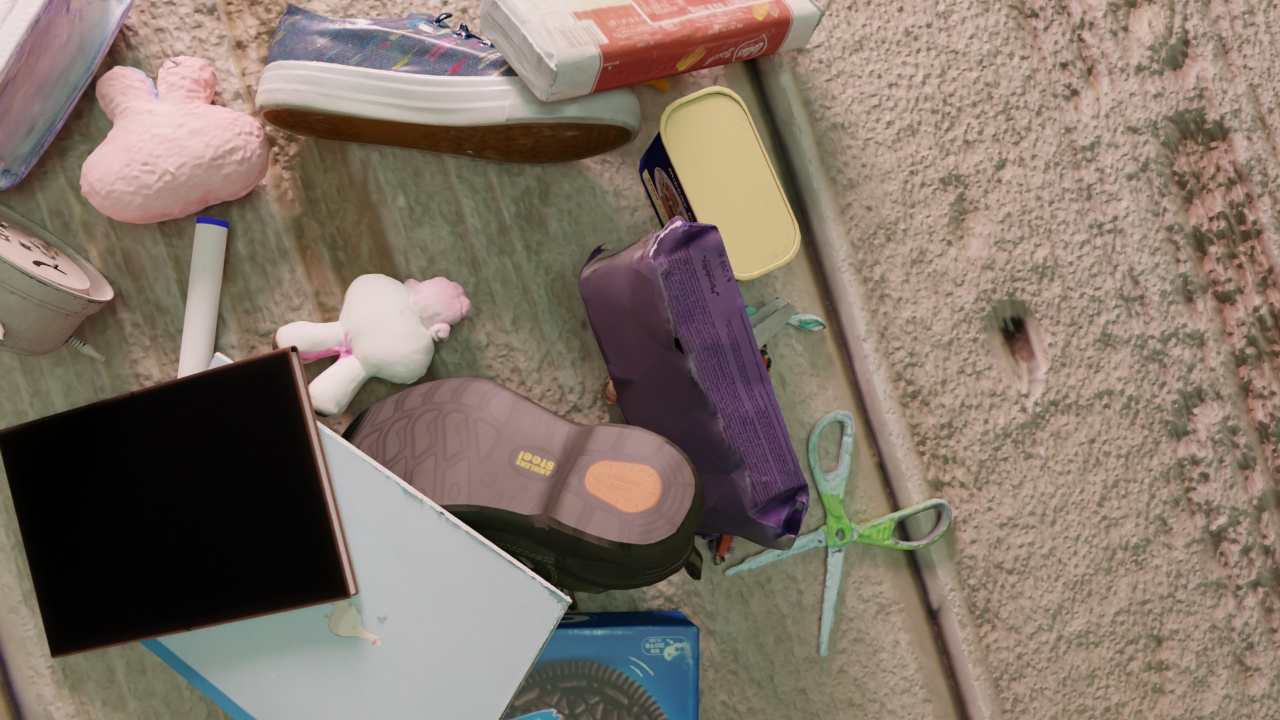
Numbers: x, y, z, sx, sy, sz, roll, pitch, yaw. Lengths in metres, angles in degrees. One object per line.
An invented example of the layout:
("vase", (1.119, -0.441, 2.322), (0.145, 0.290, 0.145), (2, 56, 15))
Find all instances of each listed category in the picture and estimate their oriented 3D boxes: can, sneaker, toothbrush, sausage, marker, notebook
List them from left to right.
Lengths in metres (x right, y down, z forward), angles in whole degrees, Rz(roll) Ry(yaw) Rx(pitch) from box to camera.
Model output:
("notebook", (-0.270, 0.085, 0.527), (0.209, 0.008, 0.141), (-14, 90, 15))
("marker", (-0.275, -0.017, 0.570), (0.020, 0.020, 0.141), (6, 86, -10))
("notebook", (-0.184, 0.137, 0.519), (0.253, 0.009, 0.181), (32, 99, 12))
("sneaker", (-0.116, -0.176, 0.575), (0.235, 0.087, 0.079), (4, 85, -3))
("sneaker", (-0.064, 0.087, 0.572), (0.238, 0.143, 0.100), (10, 61, 22))
("can", (0.046, -0.104, 0.593), (0.056, 0.092, 0.116), (-24, 92, -10))
("toothbrush", (0.063, -0.033, 0.631), (0.135, 0.017, 0.022), (7, 99, -10))
("sausage", (0.067, 0.064, 0.626), (0.020, 0.020, 0.155), (12, 85, -9))

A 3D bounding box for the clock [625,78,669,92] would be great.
("clock", (-0.036, -0.230, 0.611), (0.129, 0.044, 0.099), (14, 85, -16))

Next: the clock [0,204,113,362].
("clock", (-0.380, -0.058, 0.519), (0.157, 0.103, 0.061), (39, 88, 8))

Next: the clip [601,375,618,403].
("clip", (-0.006, 0.007, 0.617), (0.026, 0.058, 0.052), (35, 122, -6))

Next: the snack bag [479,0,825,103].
("snack bag", (0.014, -0.214, 0.570), (0.224, 0.041, 0.077), (-23, 68, -35))

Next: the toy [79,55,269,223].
("toy", (-0.287, -0.137, 0.560), (0.108, 0.053, 0.105), (-18, 80, -10))

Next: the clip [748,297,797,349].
("clip", (0.050, -0.018, 0.619), (0.102, 0.045, 0.055), (-45, 108, 2))

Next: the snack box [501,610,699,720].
("snack box", (-0.083, 0.260, 0.572), (0.238, 0.056, 0.195), (1, 86, -10))

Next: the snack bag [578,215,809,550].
("snack bag", (0.029, 0.020, 0.561), (0.058, 0.097, 0.205), (-25, 98, -37))

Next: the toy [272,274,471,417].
("toy", (-0.165, -0.015, 0.578), (0.122, 0.038, 0.079), (-28, 70, -12))

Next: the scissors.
("scissors", (0.136, 0.116, 0.641), (0.171, 0.023, 0.172), (-14, 95, -13))

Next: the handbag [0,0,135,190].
("handbag", (-0.392, -0.193, 0.537), (0.126, 0.069, 0.158), (24, 83, 6))
